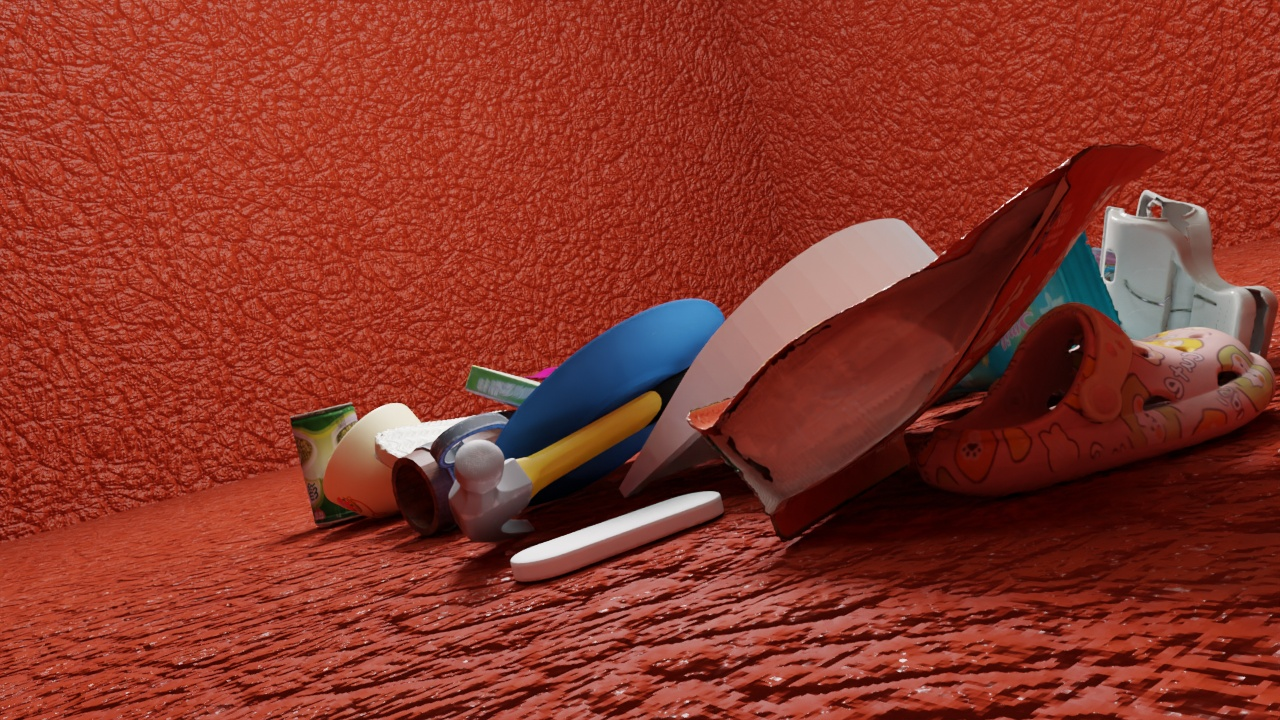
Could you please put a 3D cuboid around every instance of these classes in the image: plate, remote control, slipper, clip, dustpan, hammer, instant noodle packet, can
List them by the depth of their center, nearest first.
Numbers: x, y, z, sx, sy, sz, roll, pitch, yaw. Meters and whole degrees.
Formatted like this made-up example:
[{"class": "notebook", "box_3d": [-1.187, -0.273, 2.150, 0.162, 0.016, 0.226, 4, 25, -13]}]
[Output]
[{"class": "instant noodle packet", "box_3d": [0.149, -0.024, 0.451, 0.164, 0.084, 0.222, -13, -31, -50]}, {"class": "slipper", "box_3d": [0.228, 0.011, 0.468, 0.197, 0.081, 0.093, -16, 3, -17]}, {"class": "remote control", "box_3d": [-0.011, 0.100, 0.531, 0.136, 0.013, 0.043, -14, 1, -30]}, {"class": "dustpan", "box_3d": [0.116, 0.015, 0.648, 0.191, 0.053, 0.259, -14, -32, -35]}, {"class": "clip", "box_3d": [0.363, -0.041, 0.649, 0.105, 0.127, 0.151, -4, 26, 7]}, {"class": "hammer", "box_3d": [0.008, 0.032, 0.649, 0.322, 0.029, 0.127, -28, -24, -29]}, {"class": "plate", "box_3d": [-0.017, 0.044, 0.700, 0.224, 0.024, 0.225, -33, -24, -17]}, {"class": "slipper", "box_3d": [-0.140, 0.088, 0.903, 0.115, 0.054, 0.272, 15, 9, 35]}, {"class": "can", "box_3d": [-0.324, 0.110, 0.974, 0.067, 0.121, 0.067, -13, 1, 0]}]

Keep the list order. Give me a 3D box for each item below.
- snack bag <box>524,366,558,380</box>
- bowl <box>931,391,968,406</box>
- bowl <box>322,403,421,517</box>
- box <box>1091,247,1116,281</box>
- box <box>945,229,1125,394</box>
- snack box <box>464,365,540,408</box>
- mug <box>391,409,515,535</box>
[{"class": "snack bag", "box_3d": [-0.005, 0.005, 0.847, 0.196, 0.016, 0.070, -7, 3, -19]}, {"class": "bowl", "box_3d": [0.220, 0.008, 0.857, 0.162, 0.070, 0.162, -13, 1, 0]}, {"class": "bowl", "box_3d": [-0.243, 0.112, 0.910, 0.074, 0.118, 0.117, 32, 20, 18]}, {"class": "box", "box_3d": [0.371, -0.040, 0.792, 0.213, 0.040, 0.152, 0, -31, -41]}, {"class": "box", "box_3d": [0.267, -0.007, 0.639, 0.086, 0.168, 0.227, -55, 5, -11]}, {"class": "snack box", "box_3d": [-0.071, 0.042, 0.843, 0.132, 0.027, 0.168, 16, -5, 10]}, {"class": "mug", "box_3d": [-0.134, 0.082, 0.752, 0.110, 0.081, 0.118, -20, -30, -43]}]
